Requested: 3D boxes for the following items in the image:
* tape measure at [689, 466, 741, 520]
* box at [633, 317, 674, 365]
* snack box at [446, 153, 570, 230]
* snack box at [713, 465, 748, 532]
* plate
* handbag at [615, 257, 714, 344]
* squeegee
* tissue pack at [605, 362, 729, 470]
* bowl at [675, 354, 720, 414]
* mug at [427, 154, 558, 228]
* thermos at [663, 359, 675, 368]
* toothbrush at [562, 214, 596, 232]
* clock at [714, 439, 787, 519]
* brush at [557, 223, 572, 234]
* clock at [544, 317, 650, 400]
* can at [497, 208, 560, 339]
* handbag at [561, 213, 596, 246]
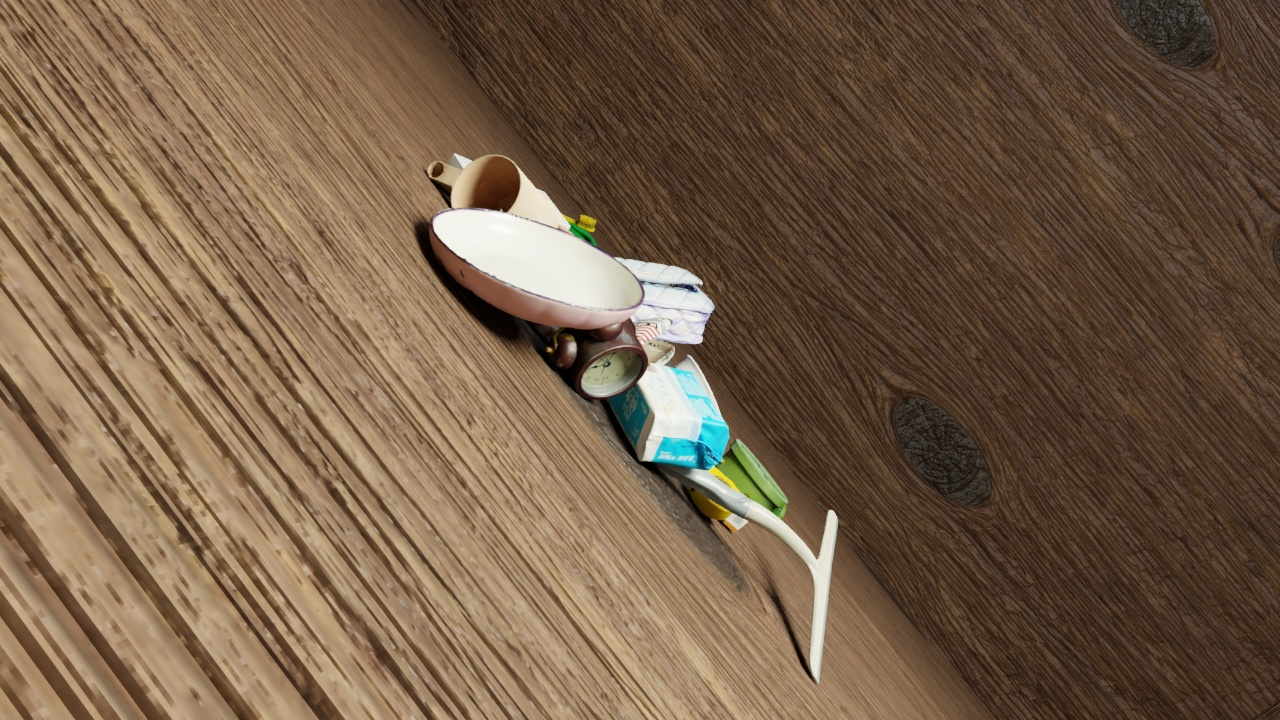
[{"bbox_3d":[0.078,0.145,0.991,0.060,0.029,0.057,40,32,-2],"label":"tape measure"},{"bbox_3d":[-0.011,-0.003,1.057,0.163,0.075,0.077,-40,121,-65],"label":"box"},{"bbox_3d":[-0.168,-0.207,1.167,0.156,0.027,0.084,16,30,-48],"label":"snack box"},{"bbox_3d":[0.073,0.134,1.098,0.075,0.026,0.153,46,8,-37],"label":"snack box"},{"bbox_3d":[-0.091,-0.074,0.789,0.192,0.039,0.192,20,22,-8],"label":"plate"},{"bbox_3d":[-0.006,-0.085,1.185,0.193,0.076,0.134,6,27,-32],"label":"handbag"},{"bbox_3d":[0.113,0.161,0.944,0.246,0.039,0.245,38,33,-6],"label":"squeegee"},{"bbox_3d":[0.024,0.055,0.931,0.090,0.063,0.140,12,25,-26],"label":"tissue pack"},{"bbox_3d":[0.056,0.059,1.190,0.118,0.064,0.118,155,-89,-85],"label":"bowl"},{"bbox_3d":[-0.163,-0.172,1.019,0.125,0.084,0.103,24,-7,25],"label":"mug"},{"bbox_3d":[-0.007,0.007,1.159,0.090,0.068,0.242,12,22,-24],"label":"thermos"},{"bbox_3d":[-0.145,-0.218,1.261,0.190,0.017,0.015,24,20,15],"label":"toothbrush"},{"bbox_3d":[0.161,0.180,1.333,0.116,0.056,0.161,55,7,31],"label":"clock"},{"bbox_3d":[-0.084,-0.104,1.074,0.145,0.073,0.063,42,2,28],"label":"brush"},{"bbox_3d":[-0.042,-0.011,0.865,0.122,0.082,0.055,46,13,-55],"label":"clock"},{"bbox_3d":[-0.111,-0.081,0.896,0.133,0.053,0.053,49,6,-17],"label":"can"},{"bbox_3d":[-0.124,-0.175,1.309,0.120,0.068,0.131,40,11,-28],"label":"handbag"}]
